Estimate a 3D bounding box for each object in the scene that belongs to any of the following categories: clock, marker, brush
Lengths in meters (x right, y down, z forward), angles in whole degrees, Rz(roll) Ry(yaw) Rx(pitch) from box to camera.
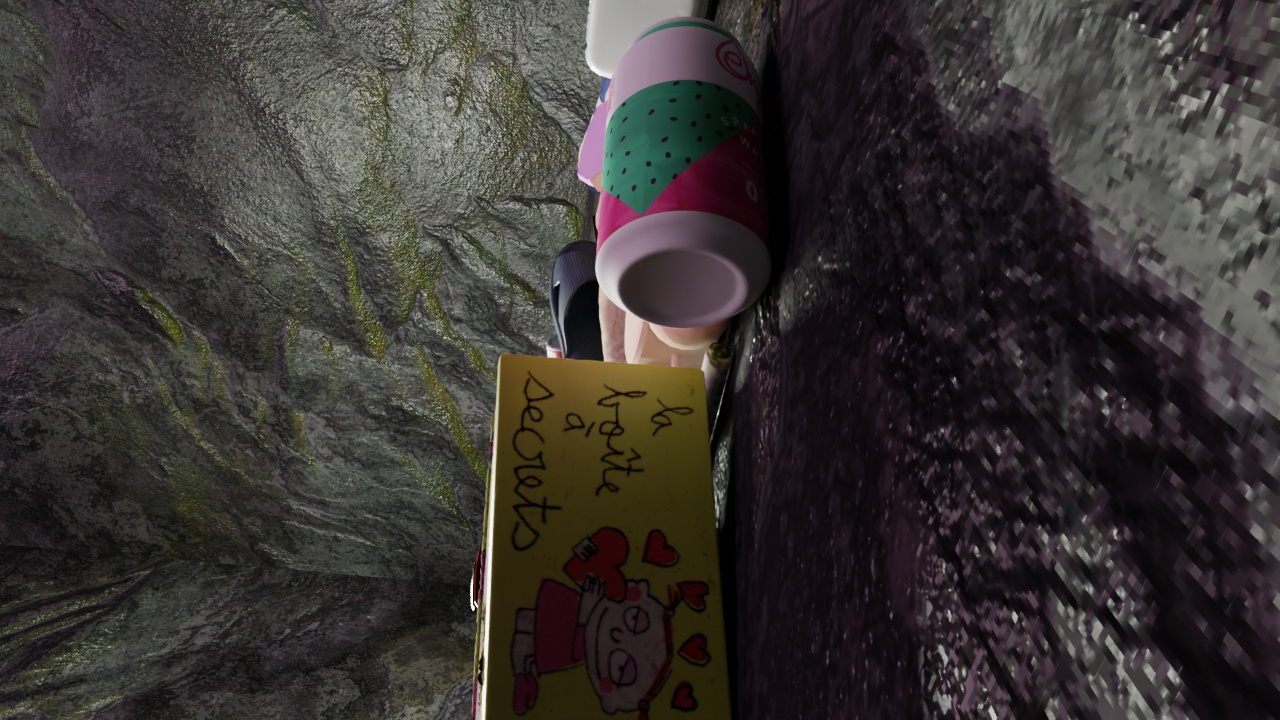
[{"bbox_3d":[0.013,-0.057,0.601,0.131,0.086,0.160,107,161,-57],"label":"clock"},{"bbox_3d":[0.034,0.053,0.564,0.017,0.017,0.147,-94,13,-57],"label":"marker"},{"bbox_3d":[0.010,-0.193,0.807,0.229,0.043,0.089,19,93,63],"label":"brush"}]

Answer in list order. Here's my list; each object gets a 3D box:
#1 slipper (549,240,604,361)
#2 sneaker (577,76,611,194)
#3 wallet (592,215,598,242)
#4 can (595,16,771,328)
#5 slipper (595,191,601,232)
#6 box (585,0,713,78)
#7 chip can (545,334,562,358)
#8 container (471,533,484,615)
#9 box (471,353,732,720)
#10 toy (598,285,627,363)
[{"bbox_3d":[-0.033,-0.040,0.921,0.083,0.101,0.263,115,156,-47],"label":"slipper"},{"bbox_3d":[-0.016,-0.283,0.979,0.233,0.091,0.118,118,153,-70],"label":"sneaker"},{"bbox_3d":[-0.031,-0.114,1.078,0.091,0.018,0.115,-36,-60,-75],"label":"wallet"},{"bbox_3d":[0.024,-0.104,0.498,0.088,0.088,0.165,107,168,-56],"label":"can"},{"bbox_3d":[-0.013,-0.171,0.978,0.239,0.064,0.094,125,152,-79],"label":"slipper"},{"bbox_3d":[0.012,-0.329,0.748,0.129,0.105,0.212,-85,6,-46],"label":"box"},{"bbox_3d":[-0.066,0.076,1.007,0.051,0.052,0.215,-100,4,-67],"label":"chip can"},{"bbox_3d":[-0.098,0.220,0.954,0.126,0.148,0.201,-88,17,-44],"label":"container"},{"bbox_3d":[-0.024,0.110,0.486,0.083,0.124,0.220,117,157,-59],"label":"box"},{"bbox_3d":[-0.005,0.005,0.797,0.196,0.065,0.264,-67,-22,-85],"label":"toy"}]
